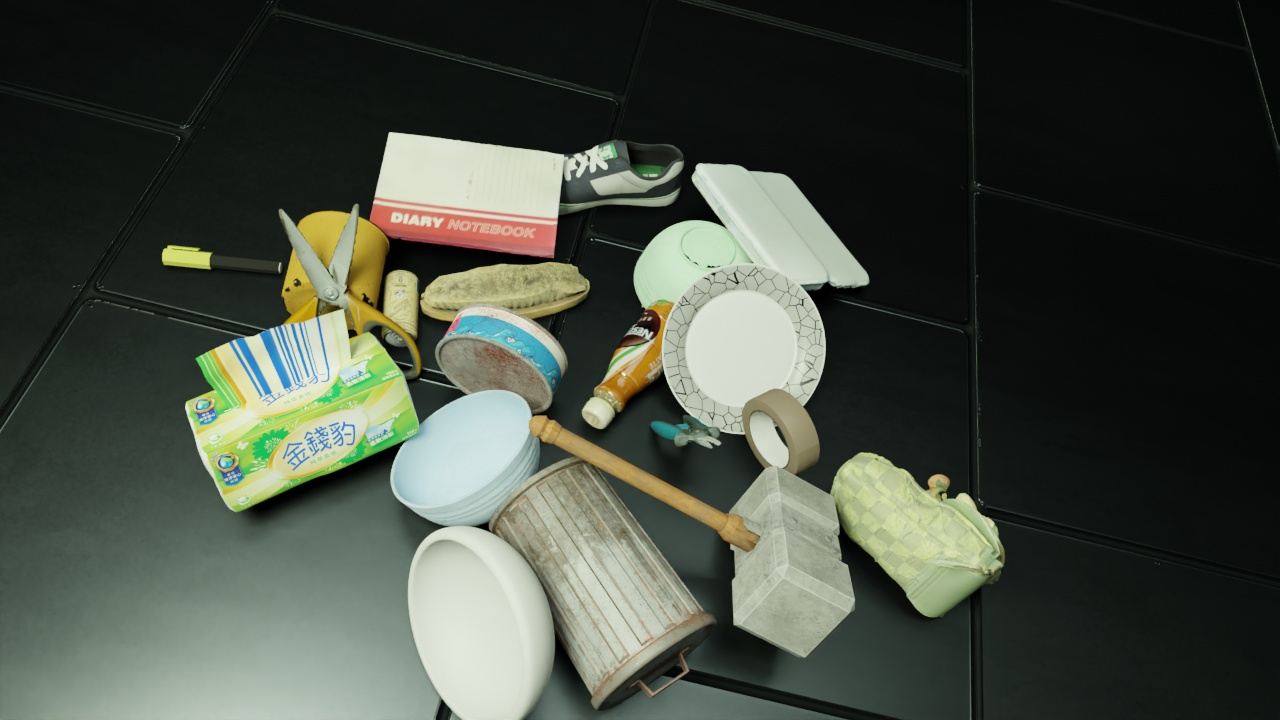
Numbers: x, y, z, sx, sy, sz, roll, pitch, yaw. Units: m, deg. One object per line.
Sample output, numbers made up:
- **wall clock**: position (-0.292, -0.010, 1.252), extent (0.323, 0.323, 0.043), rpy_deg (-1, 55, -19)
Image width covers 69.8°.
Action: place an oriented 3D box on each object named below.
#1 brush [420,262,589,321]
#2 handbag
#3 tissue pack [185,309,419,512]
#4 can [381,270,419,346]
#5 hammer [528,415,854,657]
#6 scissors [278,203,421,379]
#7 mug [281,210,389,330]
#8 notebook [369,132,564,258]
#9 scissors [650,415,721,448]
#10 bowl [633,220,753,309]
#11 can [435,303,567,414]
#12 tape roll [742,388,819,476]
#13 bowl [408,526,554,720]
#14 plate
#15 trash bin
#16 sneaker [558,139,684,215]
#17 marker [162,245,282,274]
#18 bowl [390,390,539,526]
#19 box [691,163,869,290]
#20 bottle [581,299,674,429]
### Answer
- **brush**: position (-0.152, -0.078, 1.048), extent (0.195, 0.043, 0.059), rpy_deg (-7, 60, -15)
- **handbag**: position (0.287, 0.164, 0.939), extent (0.116, 0.113, 0.186), rpy_deg (-33, 68, -34)
- **tissue pack**: position (-0.330, 0.030, 0.876), extent (0.197, 0.142, 0.120), rpy_deg (-28, 41, -27)
- **can**: position (-0.266, -0.057, 1.018), extent (0.038, 0.038, 0.079), rpy_deg (0, 59, -10)
- **hammer**: position (0.038, 0.129, 0.844), extent (0.317, 0.083, 0.162), rpy_deg (29, 26, -12)
- **scissors**: position (-0.304, -0.050, 0.942), extent (0.216, 0.226, 0.016), rpy_deg (20, 20, -24)
- **mug**: position (-0.340, -0.091, 0.999), extent (0.124, 0.100, 0.094), rpy_deg (-17, 55, 28)
- **notebook**: position (-0.198, -0.193, 1.065), extent (0.208, 0.012, 0.152), rpy_deg (6, 60, -7)
- **scissors**: position (0.046, 0.076, 0.949), extent (0.126, 0.144, 0.019), rpy_deg (-20, 104, -56)
- **bowl**: position (0.071, -0.111, 1.090), extent (0.151, 0.077, 0.150), rpy_deg (4, 57, -7)
- **can**: position (-0.143, 0.001, 0.949), extent (0.130, 0.130, 0.044), rpy_deg (21, 57, 3)
- **tape roll**: position (0.148, 0.078, 0.975), extent (0.030, 0.094, 0.093), rpy_deg (-24, 65, -23)
- **bowl**: position (-0.129, 0.226, 0.802), extent (0.066, 0.177, 0.176), rpy_deg (-11, 58, -45)
- **plate**: position (0.114, -0.013, 1.024), extent (0.188, 0.016, 0.188), rpy_deg (-1, 94, -11)
- **trash bin**: position (-0.033, 0.207, 0.843), extent (0.130, 0.131, 0.211), rpy_deg (-27, 65, -24)
- **sneaker**: position (-0.060, -0.238, 1.143), extent (0.235, 0.079, 0.084), rpy_deg (-5, 60, -12)
- **marker**: position (-0.467, -0.112, 1.027), extent (0.124, 0.021, 0.017), rpy_deg (5, 13, -8)
- **bowl**: position (-0.160, 0.107, 0.899), extent (0.151, 0.075, 0.150), rpy_deg (-17, 37, 13)
- **box**: position (0.176, -0.165, 1.128), extent (0.188, 0.037, 0.208), rpy_deg (-7, 55, -38)
- **bottle**: position (-0.006, 0.006, 1.014), extent (0.059, 0.059, 0.166), rpy_deg (32, 62, 10)
